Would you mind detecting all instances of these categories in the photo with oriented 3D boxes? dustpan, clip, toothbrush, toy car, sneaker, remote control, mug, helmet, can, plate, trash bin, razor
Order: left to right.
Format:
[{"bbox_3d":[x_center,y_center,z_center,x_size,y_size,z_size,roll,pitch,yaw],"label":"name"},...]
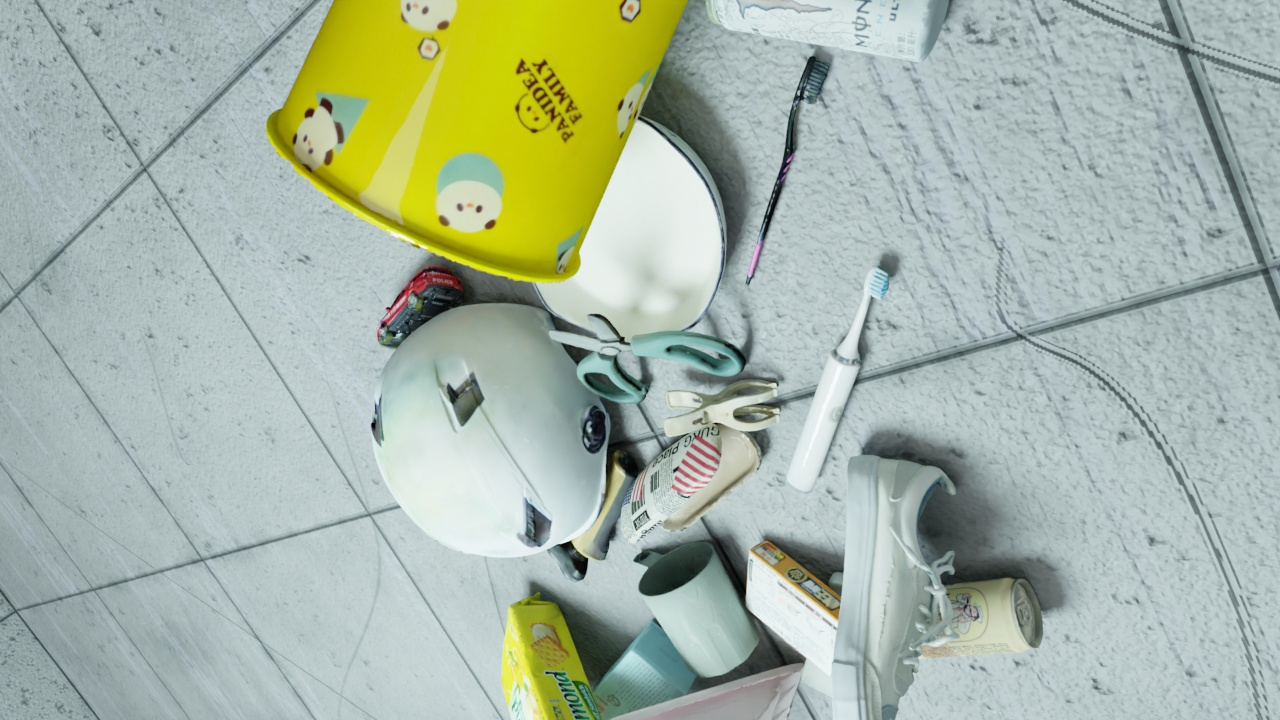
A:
[{"bbox_3d":[-0.223,-0.051,0.925,0.121,0.052,0.045,-39,53,38],"label":"toy car"},{"bbox_3d":[-0.155,0.081,0.862,0.230,0.145,0.258,-13,98,30],"label":"helmet"},{"bbox_3d":[-0.085,-0.218,0.599,0.229,0.229,0.256,34,109,11],"label":"trash bin"},{"bbox_3d":[-0.048,0.156,0.935,0.067,0.062,0.168,18,126,-14],"label":"razor"},{"bbox_3d":[-0.018,-0.111,0.760,0.205,0.045,0.205,15,124,24],"label":"plate"},{"bbox_3d":[0.021,0.401,0.919,0.139,0.272,0.223,30,126,29],"label":"dustpan"},{"bbox_3d":[0.050,0.244,0.916,0.103,0.083,0.124,60,157,-12],"label":"mug"},{"bbox_3d":[0.070,0.039,0.791,0.099,0.066,0.034,-7,117,11],"label":"clip"},{"bbox_3d":[0.106,-0.134,0.687,0.018,0.014,0.190,19,127,8],"label":"toothbrush"},{"bbox_3d":[0.119,-0.233,0.588,0.147,0.058,0.058,19,126,23],"label":"can"},{"bbox_3d":[0.157,0.020,0.737,0.026,0.026,0.221,42,135,35],"label":"toothbrush"},{"bbox_3d":[0.192,0.262,0.862,0.058,0.021,0.150,21,127,21],"label":"remote control"},{"bbox_3d":[0.201,0.195,0.713,0.091,0.242,0.089,3,163,20],"label":"sneaker"},{"bbox_3d":[0.265,0.215,0.762,0.117,0.058,0.058,-19,105,39],"label":"can"}]

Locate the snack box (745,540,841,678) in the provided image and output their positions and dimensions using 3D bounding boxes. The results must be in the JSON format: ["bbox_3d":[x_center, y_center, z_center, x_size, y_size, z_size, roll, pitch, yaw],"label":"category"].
[{"bbox_3d":[0.156,0.234,0.828,0.154,0.026,0.075,33,135,43],"label":"snack box"}]

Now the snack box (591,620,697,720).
[{"bbox_3d":[-0.003,0.370,1.033,0.074,0.051,0.175,37,132,7],"label":"snack box"}]

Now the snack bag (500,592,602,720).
[{"bbox_3d":[-0.098,0.398,1.032,0.246,0.068,0.158,-120,32,-47],"label":"snack bag"}]

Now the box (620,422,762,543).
[{"bbox_3d":[0.033,0.115,0.835,0.076,0.087,0.163,51,134,6],"label":"box"}]

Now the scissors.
[{"bbox_3d":[-0.005,0.005,0.795,0.170,0.019,0.182,10,156,-16],"label":"scissors"}]
